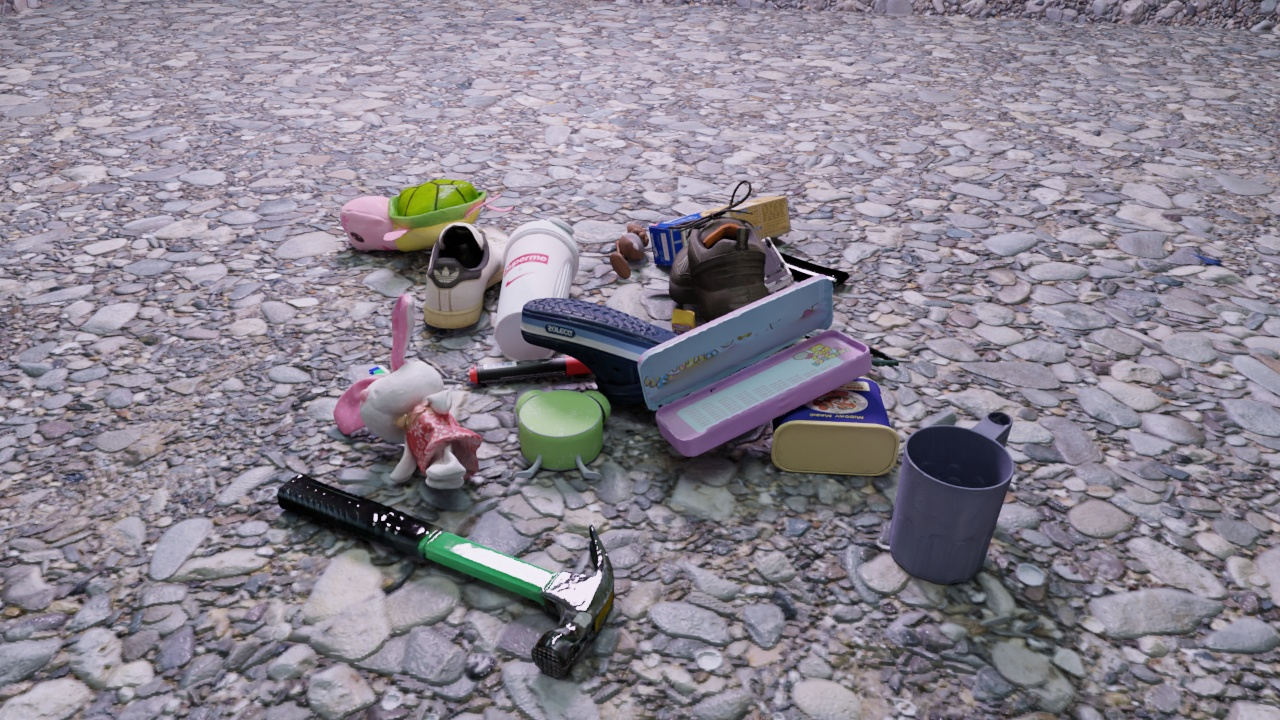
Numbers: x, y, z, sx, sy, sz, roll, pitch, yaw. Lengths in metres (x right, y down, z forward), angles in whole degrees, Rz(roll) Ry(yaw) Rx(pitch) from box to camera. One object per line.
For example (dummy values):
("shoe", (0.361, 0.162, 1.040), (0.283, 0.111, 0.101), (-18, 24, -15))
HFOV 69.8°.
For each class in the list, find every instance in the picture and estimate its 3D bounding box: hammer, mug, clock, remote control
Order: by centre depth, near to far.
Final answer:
("hammer", (-0.169, 0.152, 0.759), (0.319, 0.032, 0.129), (14, 35, 21))
("mug", (0.265, 0.111, 0.765), (0.084, 0.104, 0.123), (26, 40, 35))
("clock", (-0.076, 0.063, 0.893), (0.094, 0.043, 0.119), (1, 31, -3))
("remote control", (0.205, -0.127, 1.225), (0.152, 0.020, 0.041), (22, 39, 34))

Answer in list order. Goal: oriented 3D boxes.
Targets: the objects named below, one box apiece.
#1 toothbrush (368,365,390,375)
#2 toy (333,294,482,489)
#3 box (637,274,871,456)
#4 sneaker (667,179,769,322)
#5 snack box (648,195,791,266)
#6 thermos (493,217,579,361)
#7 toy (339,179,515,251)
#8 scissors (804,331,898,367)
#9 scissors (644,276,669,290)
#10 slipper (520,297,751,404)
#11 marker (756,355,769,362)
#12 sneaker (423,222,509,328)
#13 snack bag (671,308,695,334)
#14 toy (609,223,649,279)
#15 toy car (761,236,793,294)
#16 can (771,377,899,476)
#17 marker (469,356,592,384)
("toothbrush", (-0.231, 0.048, 0.938), (0.016, 0.015, 0.187), (-25, 41, -31))
("toy", (-0.214, 0.051, 0.857), (0.084, 0.159, 0.194), (11, 32, -51))
("box", (0.107, -0.004, 0.867), (0.214, 0.093, 0.089), (-24, 28, -14))
("sneaker", (0.081, -0.134, 1.062), (0.101, 0.143, 0.238), (-8, 19, -10))
("snack box", (0.110, -0.180, 1.264), (0.206, 0.056, 0.057), (-19, 20, -28))
("thermos", (-0.121, -0.088, 1.090), (0.099, 0.099, 0.220), (1, 36, -1))
("toy", (-0.290, -0.197, 1.244), (0.238, 0.088, 0.189), (-7, 16, 15))
("scissors", (0.174, -0.021, 1.020), (0.202, 0.015, 0.201), (22, 22, 29))
("scissors", (0.088, -0.092, 1.168), (0.124, 0.019, 0.156), (-26, 42, -37))
("slipper", (-0.006, 0.005, 0.939), (0.252, 0.095, 0.105), (16, 13, -7))
("marker", (0.175, 0.023, 0.987), (0.021, 0.017, 0.124), (17, 11, -47))
("sneaker", (-0.218, -0.133, 1.146), (0.089, 0.102, 0.241), (2, 31, 4))
("snack bag", (0.049, -0.028, 1.005), (0.026, 0.099, 0.020), (7, 65, 8))
("toy", (-0.014, -0.152, 1.238), (0.055, 0.041, 0.101), (-31, 22, 12))
("toy car", (0.169, -0.120, 1.197), (0.039, 0.039, 0.113), (-26, 32, 8))
("can", (0.183, 0.060, 0.891), (0.116, 0.057, 0.092), (3, 31, 3))
("marker", (-0.113, 0.008, 0.998), (0.145, 0.021, 0.023), (-6, 70, -10))
